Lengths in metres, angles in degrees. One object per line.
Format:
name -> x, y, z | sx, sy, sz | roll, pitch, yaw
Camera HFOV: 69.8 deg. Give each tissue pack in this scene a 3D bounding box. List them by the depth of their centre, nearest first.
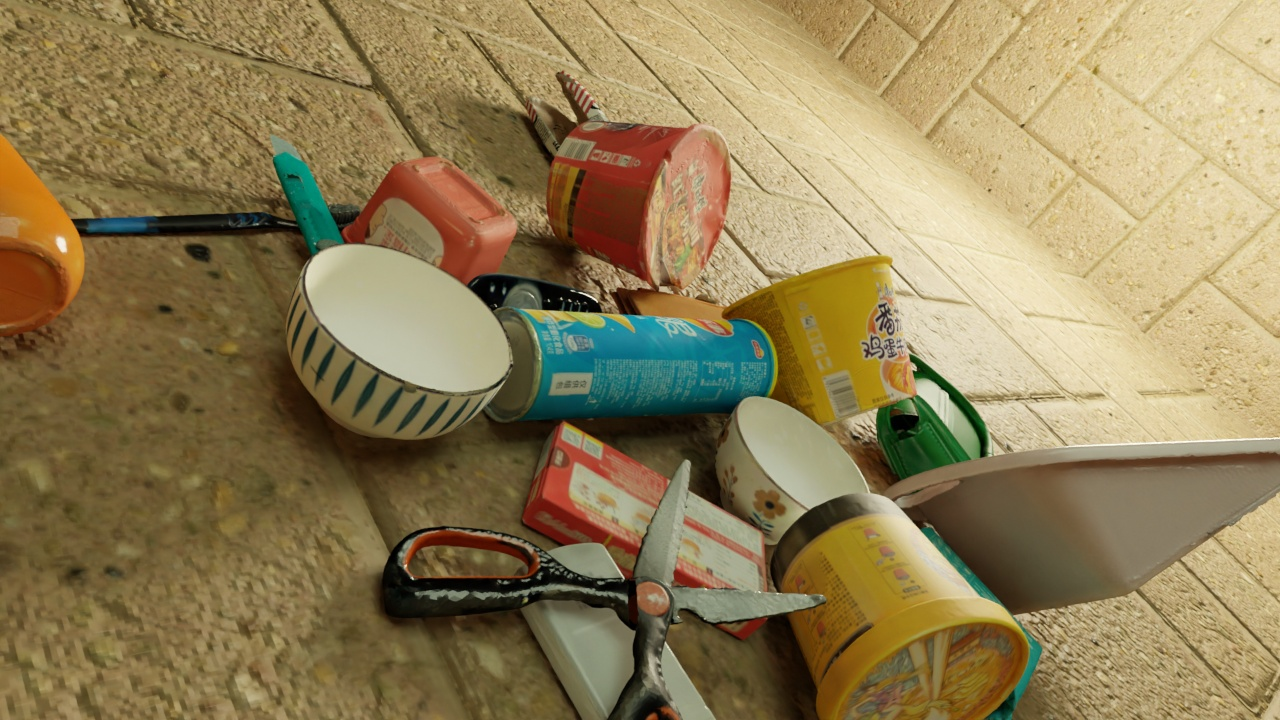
tissue pack -> 0.211, 0.181, 0.628 | 0.133, 0.050, 0.093 | 49, 28, 20

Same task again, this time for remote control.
remote control -> -0.007, 0.155, 0.443 | 0.058, 0.021, 0.150 | -7, 50, -42
remote control -> -0.076, -0.029, 0.614 | 0.024, 0.053, 0.136 | 21, 8, 35

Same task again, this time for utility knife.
utility knife -> -0.196, -0.077, 0.562 | 0.029, 0.013, 0.166 | -2, 57, -52

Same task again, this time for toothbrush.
toothbrush -> -0.242, -0.084, 0.544 | 0.014, 0.016, 0.189 | 47, 30, 19

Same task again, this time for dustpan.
dustpan -> 0.333, 0.090, 0.698 | 0.272, 0.223, 0.139 | -27, 75, -20

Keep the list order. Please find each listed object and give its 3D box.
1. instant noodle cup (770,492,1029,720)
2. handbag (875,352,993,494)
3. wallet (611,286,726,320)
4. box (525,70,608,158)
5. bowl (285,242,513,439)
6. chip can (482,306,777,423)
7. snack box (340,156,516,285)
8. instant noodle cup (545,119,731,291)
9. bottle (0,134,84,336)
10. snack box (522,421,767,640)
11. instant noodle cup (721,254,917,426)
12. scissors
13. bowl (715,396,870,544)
instant noodle cup -> 0.139, 0.149, 0.534 | 0.118, 0.119, 0.114 | 20, 24, -30
handbag -> 0.256, 0.058, 0.817 | 0.120, 0.068, 0.131 | 54, 28, -10
wallet -> 0.047, -0.014, 0.754 | 0.131, 0.031, 0.107 | 10, 42, -41
box -> -0.068, -0.218, 0.924 | 0.163, 0.082, 0.075 | 57, 0, 34
bowl -> -0.134, -0.001, 0.488 | 0.116, 0.066, 0.116 | 28, 28, -17
chip can -> -0.004, 0.004, 0.609 | 0.209, 0.071, 0.071 | 1, 44, -41
snack box -> -0.134, -0.078, 0.589 | 0.091, 0.080, 0.081 | 41, 29, 6
instant noodle cup -> -0.003, -0.137, 0.756 | 0.109, 0.138, 0.137 | 21, 19, 28
bottle -> -0.303, -0.075, 0.415 | 0.066, 0.067, 0.149 | 1, 38, -48
snack box -> 0.007, 0.099, 0.542 | 0.153, 0.026, 0.075 | 31, 29, -13
instant noodle cup -> 0.145, -0.007, 0.713 | 0.137, 0.138, 0.109 | -9, 79, -54
scissors -> -0.008, 0.125, 0.434 | 0.233, 0.022, 0.220 | 10, 44, -15
bowl -> 0.093, 0.085, 0.624 | 0.113, 0.062, 0.113 | 29, 28, -18
